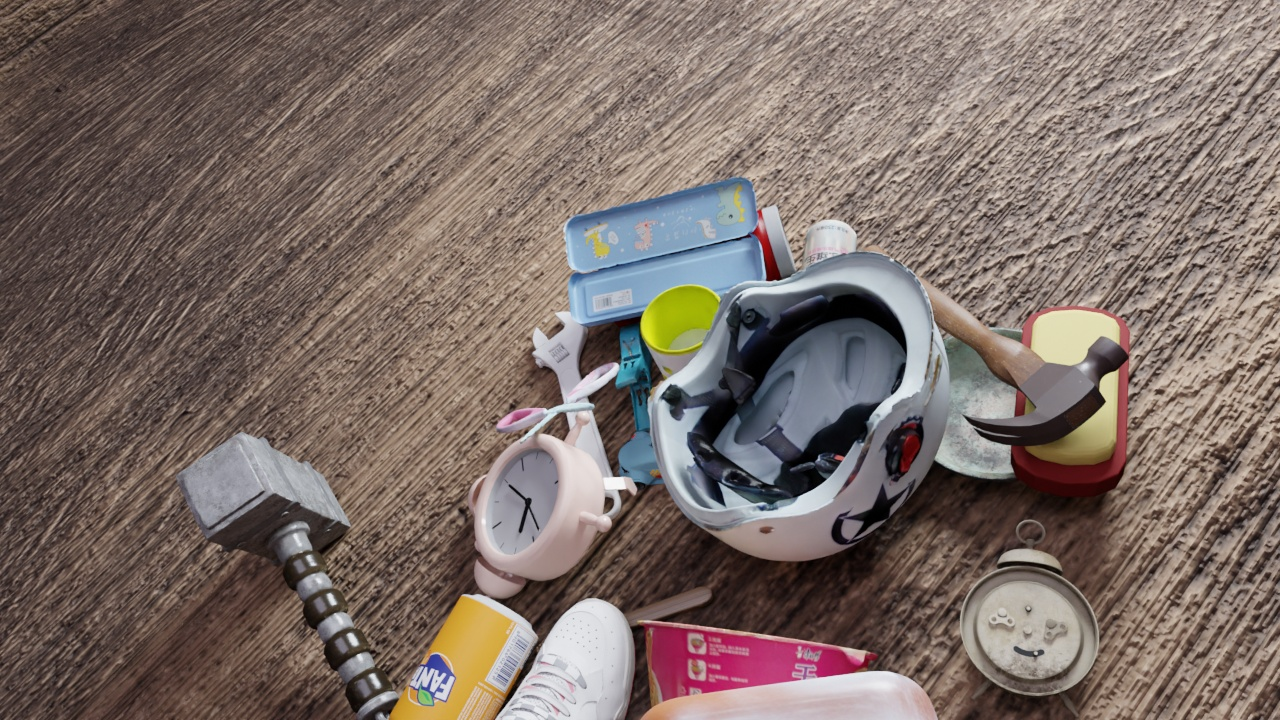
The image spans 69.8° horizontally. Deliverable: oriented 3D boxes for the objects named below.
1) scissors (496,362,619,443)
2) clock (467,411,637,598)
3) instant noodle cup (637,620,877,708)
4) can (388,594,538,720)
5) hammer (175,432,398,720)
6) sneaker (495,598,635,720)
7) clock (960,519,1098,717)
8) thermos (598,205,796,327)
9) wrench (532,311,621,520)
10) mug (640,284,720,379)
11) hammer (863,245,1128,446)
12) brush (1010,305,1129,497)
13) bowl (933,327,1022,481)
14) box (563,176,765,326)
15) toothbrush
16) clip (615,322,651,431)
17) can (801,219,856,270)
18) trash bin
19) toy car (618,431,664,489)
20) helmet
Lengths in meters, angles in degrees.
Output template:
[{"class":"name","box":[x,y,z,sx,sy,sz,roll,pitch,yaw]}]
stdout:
[{"class":"scissors","box":[-0.075,0.040,0.911,0.172,0.014,0.171,-33,10,-30]},{"class":"clock","box":[-0.091,0.143,0.869,0.161,0.086,0.131,-32,48,20]},{"class":"instant noodle cup","box":[0.081,0.243,0.676,0.179,0.178,0.077,1,71,22]},{"class":"can","box":[-0.154,0.279,0.790,0.079,0.079,0.142,15,62,30]},{"class":"hammer","box":[-0.301,0.227,0.867,0.079,0.177,0.326,-35,69,-6]},{"class":"sneaker","box":[-0.079,0.293,0.725,0.090,0.104,0.236,21,65,21]},{"class":"clock","box":[0.294,0.190,0.696,0.093,0.054,0.140,2,64,23]},{"class":"thermos","box":[0.062,-0.103,0.995,0.199,0.084,0.108,-17,18,12]},{"class":"wrench","box":[-0.065,0.052,0.966,0.066,0.018,0.273,-22,51,4]},{"class":"mug","box":[0.054,-0.011,0.905,0.083,0.106,0.082,-11,52,14]},{"class":"hammer","box":[0.279,-0.033,0.812,0.115,0.033,0.322,-44,31,8]},{"class":"brush","box":[0.352,0.025,0.749,0.082,0.042,0.173,4,57,24]},{"class":"bowl","box":[0.311,0.044,0.806,0.158,0.038,0.157,-11,52,14]},{"class":"box","box":[0.023,-0.111,0.946,0.209,0.021,0.125,-11,70,16]},{"class":"toothbrush","box":[-0.015,0.232,0.812,0.167,0.016,0.016,-21,52,6]},{"class":"clip","box":[-0.001,0.015,0.954,0.027,0.104,0.120,-11,45,9]},{"class":"can","box":[0.190,-0.078,0.936,0.054,0.054,0.135,-1,55,21]},{"class":"trash bin","box":[0.097,0.309,0.540,0.181,0.260,0.157,-9,46,5]},{"class":"toy car","box":[0.028,0.091,0.891,0.108,0.027,0.060,-7,53,17]},{"class":"helmet","box":[0.152,0.049,0.772,0.264,0.163,0.236,-49,38,2]}]
